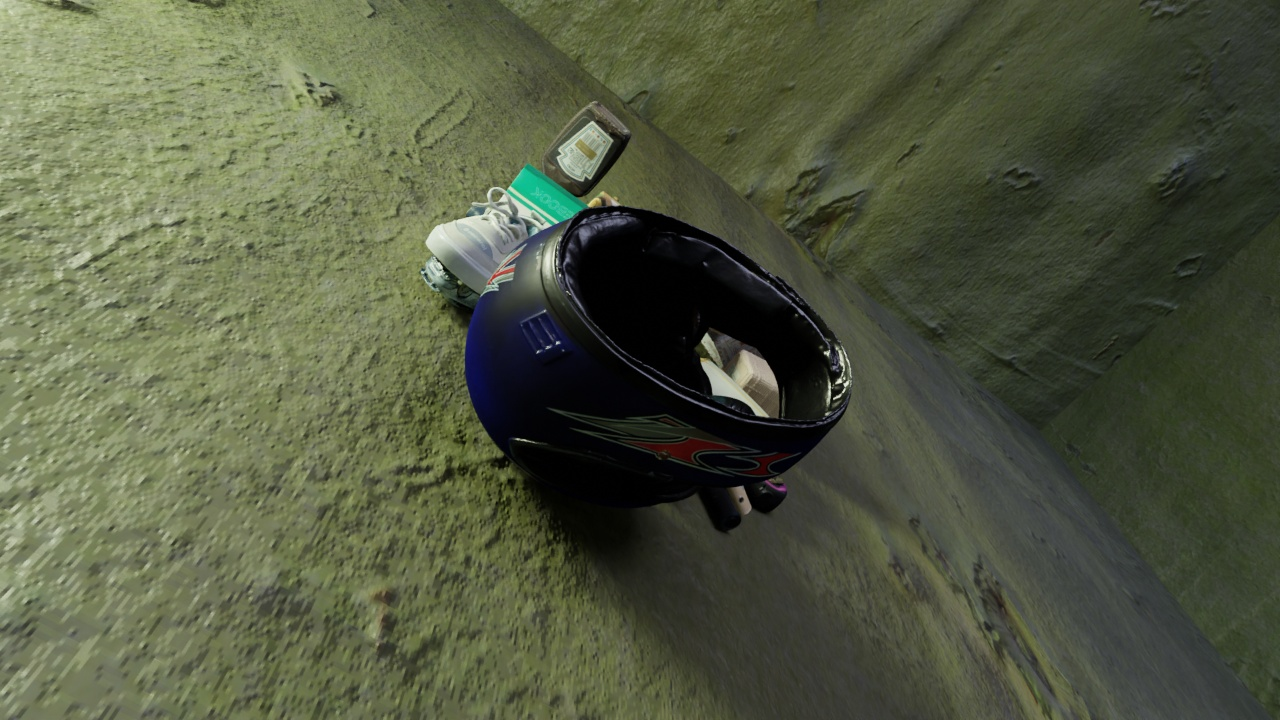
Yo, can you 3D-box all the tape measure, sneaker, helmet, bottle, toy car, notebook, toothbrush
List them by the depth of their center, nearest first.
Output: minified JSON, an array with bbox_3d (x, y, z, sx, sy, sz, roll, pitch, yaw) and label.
[{"bbox_3d":[-0.003,0.018,0.826,0.315,0.241,0.246,26,48,-12],"label":"helmet"},{"bbox_3d":[-0.155,-0.133,1.011,0.089,0.091,0.242,45,10,-1],"label":"sneaker"},{"bbox_3d":[-0.190,-0.078,1.013,0.054,0.037,0.120,51,14,31],"label":"toy car"},{"bbox_3d":[0.065,0.117,1.083,0.212,0.026,0.027,61,-5,49],"label":"toothbrush"},{"bbox_3d":[0.153,0.156,1.136,0.057,0.039,0.057,18,29,-47],"label":"tape measure"},{"bbox_3d":[-0.098,-0.136,1.171,0.209,0.150,0.012,35,-19,-8],"label":"notebook"},{"bbox_3d":[-0.098,-0.245,1.205,0.080,0.195,0.044,42,23,-6],"label":"bottle"}]

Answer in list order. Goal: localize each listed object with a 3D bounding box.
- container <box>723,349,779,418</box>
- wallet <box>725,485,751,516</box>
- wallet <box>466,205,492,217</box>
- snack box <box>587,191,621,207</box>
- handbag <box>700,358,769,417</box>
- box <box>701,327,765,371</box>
[{"bbox_3d":[0.172,0.051,1.330,0.111,0.090,0.089,30,22,-19],"label":"container"},{"bbox_3d":[0.098,0.117,1.077,0.087,0.024,0.115,-65,131,-78],"label":"wallet"},{"bbox_3d":[-0.172,-0.161,1.234,0.115,0.033,0.090,48,23,17],"label":"wallet"},{"bbox_3d":[-0.051,-0.160,1.261,0.118,0.106,0.117,34,21,-23],"label":"snack box"},{"bbox_3d":[0.100,0.066,1.184,0.163,0.063,0.178,45,16,14],"label":"handbag"},{"bbox_3d":[0.089,-0.087,1.372,0.179,0.110,0.259,59,1,42],"label":"box"}]
